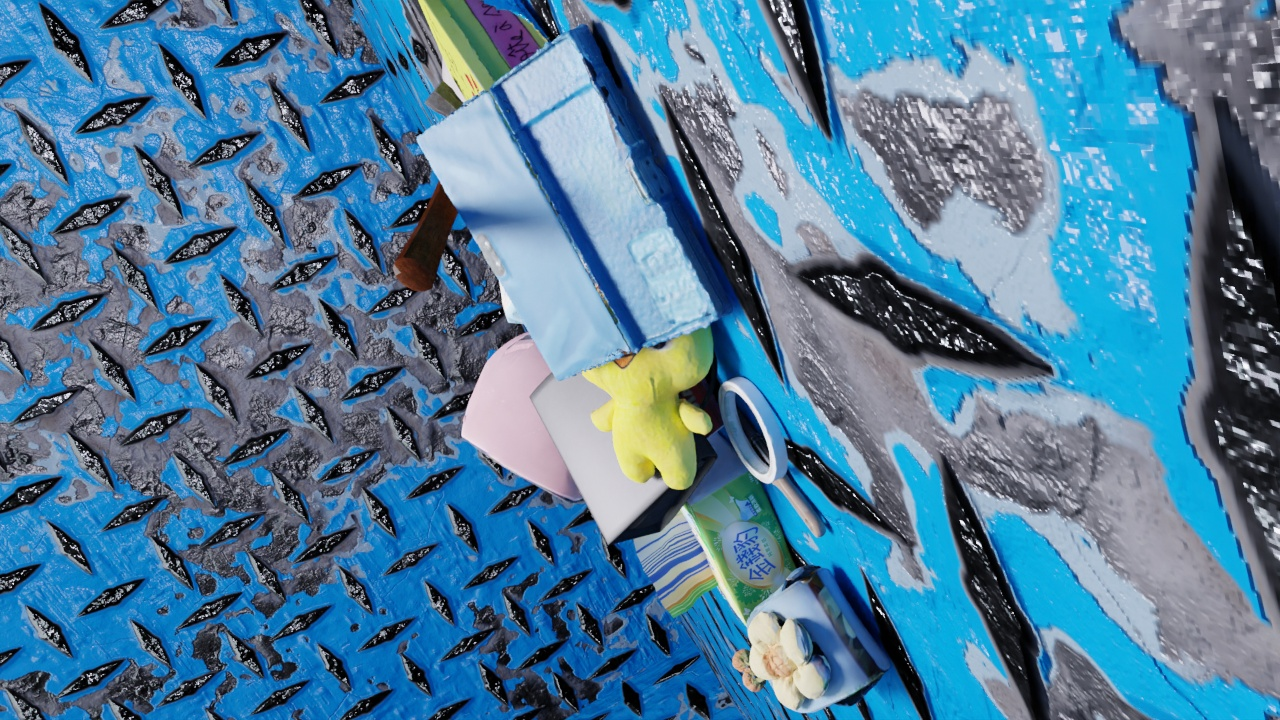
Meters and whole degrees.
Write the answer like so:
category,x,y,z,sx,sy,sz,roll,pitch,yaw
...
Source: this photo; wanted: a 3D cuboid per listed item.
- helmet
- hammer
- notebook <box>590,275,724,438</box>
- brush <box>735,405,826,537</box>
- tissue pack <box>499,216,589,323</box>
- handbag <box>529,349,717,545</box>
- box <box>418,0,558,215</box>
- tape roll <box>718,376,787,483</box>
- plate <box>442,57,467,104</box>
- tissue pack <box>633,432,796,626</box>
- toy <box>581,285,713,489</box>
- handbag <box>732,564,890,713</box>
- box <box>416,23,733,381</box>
category,x,y,z,sx,sy,sz,roll,pitch,yaw
helmet,-0.093,0.041,1.154,0.230,0.254,0.153,32,122,23
hammer,-0.161,-0.147,0.788,0.111,0.028,0.300,38,-152,-23
notebook,-0.005,0.005,0.920,0.153,0.012,0.208,-45,68,45
brush,0.117,0.095,0.806,0.151,0.012,0.039,54,169,38
tissue pack,-0.093,-0.120,0.924,0.182,0.070,0.112,133,132,-55
handbag,0.005,0.042,0.862,0.196,0.072,0.175,-50,60,35
box,-0.113,-0.242,0.807,0.221,0.081,0.124,55,170,24
tape roll,0.094,0.058,0.771,0.093,0.013,0.093,58,162,31
plate,-0.193,-0.275,1.046,0.189,0.027,0.188,158,91,-84
tissue pack,0.070,0.196,0.972,0.198,0.141,0.120,64,171,-21
toy,0.006,0.009,0.786,0.092,0.134,0.207,-13,-78,-58
handbag,0.147,0.267,0.852,0.121,0.118,0.192,58,165,16
box,-0.053,-0.108,0.699,0.231,0.175,0.033,62,-144,-12
